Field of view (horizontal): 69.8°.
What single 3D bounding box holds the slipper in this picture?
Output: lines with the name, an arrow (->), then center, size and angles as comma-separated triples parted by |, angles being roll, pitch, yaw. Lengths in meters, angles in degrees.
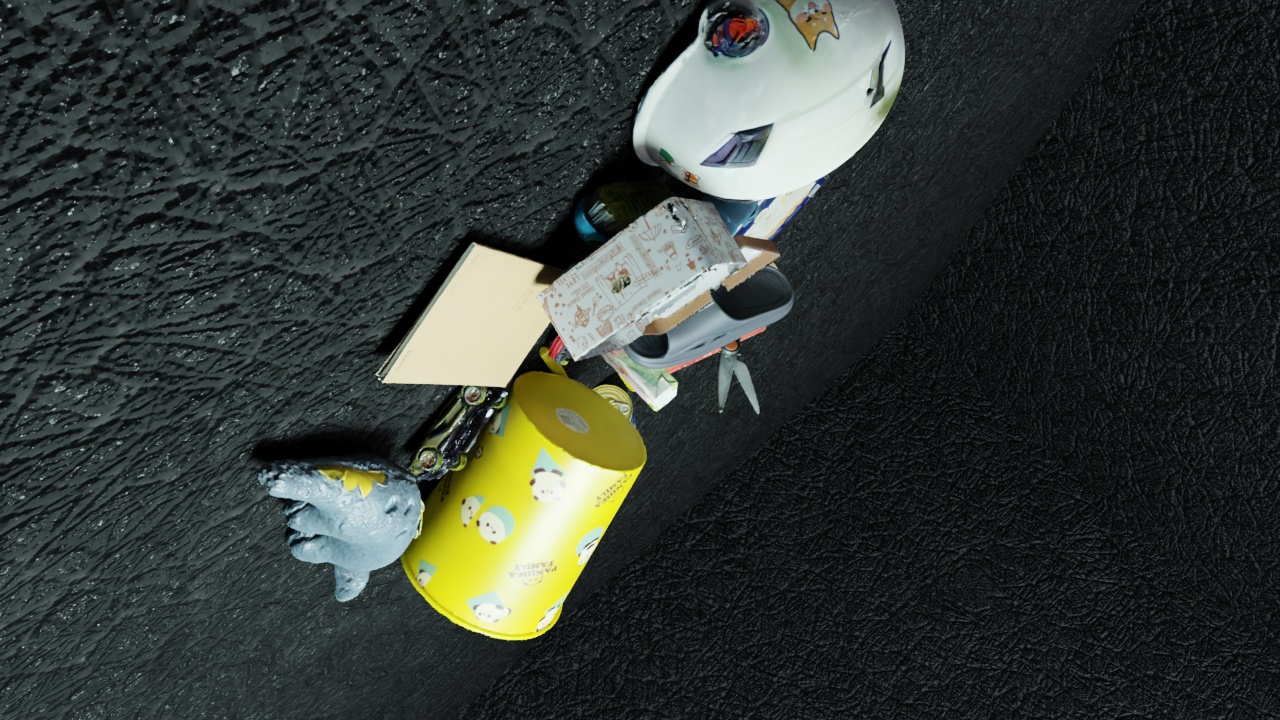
slipper -> 0.092, -0.078, 1.192 | 0.267, 0.110, 0.083 | -20, 156, -24

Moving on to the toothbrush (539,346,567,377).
toothbrush -> -0.104, 0.014, 1.172 | 0.015, 0.016, 0.190 | -42, 163, -6

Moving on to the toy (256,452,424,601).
toy -> -0.292, 0.163, 0.939 | 0.137, 0.091, 0.357 | -24, 155, -22

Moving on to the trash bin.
trash bin -> -0.135, 0.168, 1.123 | 0.256, 0.229, 0.229 | -56, 162, 21

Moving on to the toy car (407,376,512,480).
toy car -> -0.198, 0.068, 1.017 | 0.158, 0.042, 0.070 | -53, 164, 3

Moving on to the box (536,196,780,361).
box -> 0.031, -0.083, 0.960 | 0.177, 0.082, 0.260 | -33, 172, 24

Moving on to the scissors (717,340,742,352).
scissors -> 0.099, -0.021, 1.400 | 0.180, 0.160, 0.014 | -14, 104, -53

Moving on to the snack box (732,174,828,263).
snack box -> 0.161, -0.202, 1.232 | 0.178, 0.046, 0.182 | -49, 164, 17

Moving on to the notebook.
notebook -> -0.146, -0.037, 0.882 | 0.150, 0.012, 0.211 | -52, 161, 11

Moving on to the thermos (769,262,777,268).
thermos -> 0.148, -0.098, 1.406 | 0.143, 0.093, 0.093 | -47, 167, -25

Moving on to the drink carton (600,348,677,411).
drink carton -> -0.007, 0.007, 1.199 | 0.045, 0.122, 0.054 | -39, 165, -14

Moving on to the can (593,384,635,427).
can -> -0.047, 0.088, 1.398 | 0.075, 0.075, 0.111 | -42, 165, -10

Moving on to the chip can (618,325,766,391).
chip can -> 0.069, -0.031, 1.289 | 0.216, 0.073, 0.073 | -23, 159, -13

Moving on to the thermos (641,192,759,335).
thermos -> 0.052, -0.129, 1.105 | 0.220, 0.070, 0.070 | -47, 165, 9

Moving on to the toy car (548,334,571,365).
toy car -> -0.074, -0.030, 1.101 | 0.049, 0.031, 0.106 | -56, 169, 29

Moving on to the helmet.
helmet -> 0.140, -0.246, 0.857 | 0.274, 0.157, 0.230 | -43, 164, -5

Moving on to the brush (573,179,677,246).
brush -> -0.019, -0.142, 0.917 | 0.074, 0.055, 0.143 | -32, 174, 34

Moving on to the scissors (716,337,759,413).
scissors -> 0.107, -0.035, 1.232 | 0.224, 0.204, 0.022 | -57, 173, -30
